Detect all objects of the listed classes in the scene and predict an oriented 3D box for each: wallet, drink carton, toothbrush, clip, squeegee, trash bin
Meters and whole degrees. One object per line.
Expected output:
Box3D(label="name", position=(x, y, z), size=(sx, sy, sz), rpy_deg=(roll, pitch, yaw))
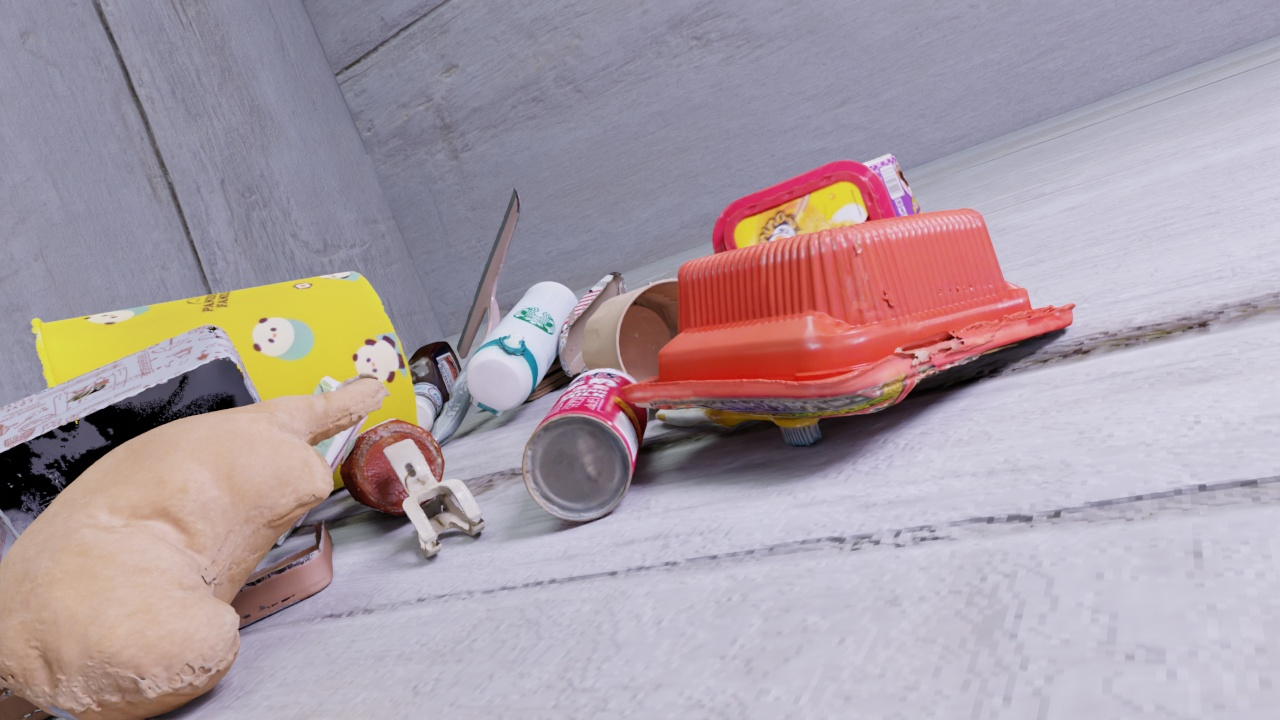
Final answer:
Box3D(label="wallet", position=(-0.120, 0.020, 0.972), size=(0.090, 0.033, 0.115), rpy_deg=(-30, 12, -36))
Box3D(label="drink carton", position=(-0.255, 0.075, 0.699), size=(0.122, 0.045, 0.053), rpy_deg=(-59, 14, -4))
Box3D(label="toothbrush", position=(0.046, 0.034, 0.497), size=(0.016, 0.018, 0.192), rpy_deg=(-21, 5, -20))
Box3D(label="clip", position=(-0.116, 0.084, 0.513), size=(0.034, 0.061, 0.097), rpy_deg=(-26, 19, -23))
Box3D(label="squeegee", position=(-0.168, -0.003, 0.920), size=(0.248, 0.040, 0.248), rpy_deg=(-82, 16, -45))
Box3D(label="trash bin", position=(-0.350, 0.040, 0.803), size=(0.254, 0.229, 0.230), rpy_deg=(-20, 6, -29))

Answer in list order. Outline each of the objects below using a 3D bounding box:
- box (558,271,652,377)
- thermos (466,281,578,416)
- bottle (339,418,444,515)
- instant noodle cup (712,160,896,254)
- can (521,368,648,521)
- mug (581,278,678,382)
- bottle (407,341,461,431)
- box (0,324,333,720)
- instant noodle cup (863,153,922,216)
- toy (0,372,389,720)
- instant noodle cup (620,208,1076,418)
Box3D(label="box", position=(-0.023, -0.031, 0.940), size=(0.081, 0.075, 0.163), rpy_deg=(9, 29, 16))
Box3D(label="thermos", position=(-0.111, -0.018, 0.895), size=(0.073, 0.073, 0.223), rpy_deg=(-20, 16, 14))
Box3D(label="bottle", position=(-0.187, 0.079, 0.660), size=(0.059, 0.060, 0.206), rpy_deg=(-25, 2, -23))
Box3D(label="instant noodle cup", position=(0.121, -0.062, 0.631), size=(0.116, 0.116, 0.123), rpy_deg=(-20, -3, 13))
Box3D(label="can", position=(-0.025, 0.040, 0.495), size=(0.053, 0.053, 0.132), rpy_deg=(-20, 8, 8))
Box3D(label="mug", position=(-0.004, 0.004, 0.644), size=(0.124, 0.084, 0.104), rpy_deg=(-51, 13, -11))
Box3D(label="bottle", position=(-0.229, 0.034, 0.998), size=(0.044, 0.080, 0.194), rpy_deg=(-18, 15, 1))
Box3D(label="box", position=(-0.292, 0.103, 0.539), size=(0.182, 0.156, 0.192), rpy_deg=(-27, 28, -19))
Box3D(label="instant noodle cup", position=(0.237, -0.154, 0.955), size=(0.111, 0.099, 0.111), rpy_deg=(-22, 6, 2))
Box3D(label="toy", position=(-0.218, 0.071, 0.460), size=(0.143, 0.083, 0.225), rpy_deg=(6, 43, 15))
Box3D(label="instant noodle cup", position=(0.099, -0.025, 0.455), size=(0.188, 0.079, 0.165), rpy_deg=(-12, 4, -37))
